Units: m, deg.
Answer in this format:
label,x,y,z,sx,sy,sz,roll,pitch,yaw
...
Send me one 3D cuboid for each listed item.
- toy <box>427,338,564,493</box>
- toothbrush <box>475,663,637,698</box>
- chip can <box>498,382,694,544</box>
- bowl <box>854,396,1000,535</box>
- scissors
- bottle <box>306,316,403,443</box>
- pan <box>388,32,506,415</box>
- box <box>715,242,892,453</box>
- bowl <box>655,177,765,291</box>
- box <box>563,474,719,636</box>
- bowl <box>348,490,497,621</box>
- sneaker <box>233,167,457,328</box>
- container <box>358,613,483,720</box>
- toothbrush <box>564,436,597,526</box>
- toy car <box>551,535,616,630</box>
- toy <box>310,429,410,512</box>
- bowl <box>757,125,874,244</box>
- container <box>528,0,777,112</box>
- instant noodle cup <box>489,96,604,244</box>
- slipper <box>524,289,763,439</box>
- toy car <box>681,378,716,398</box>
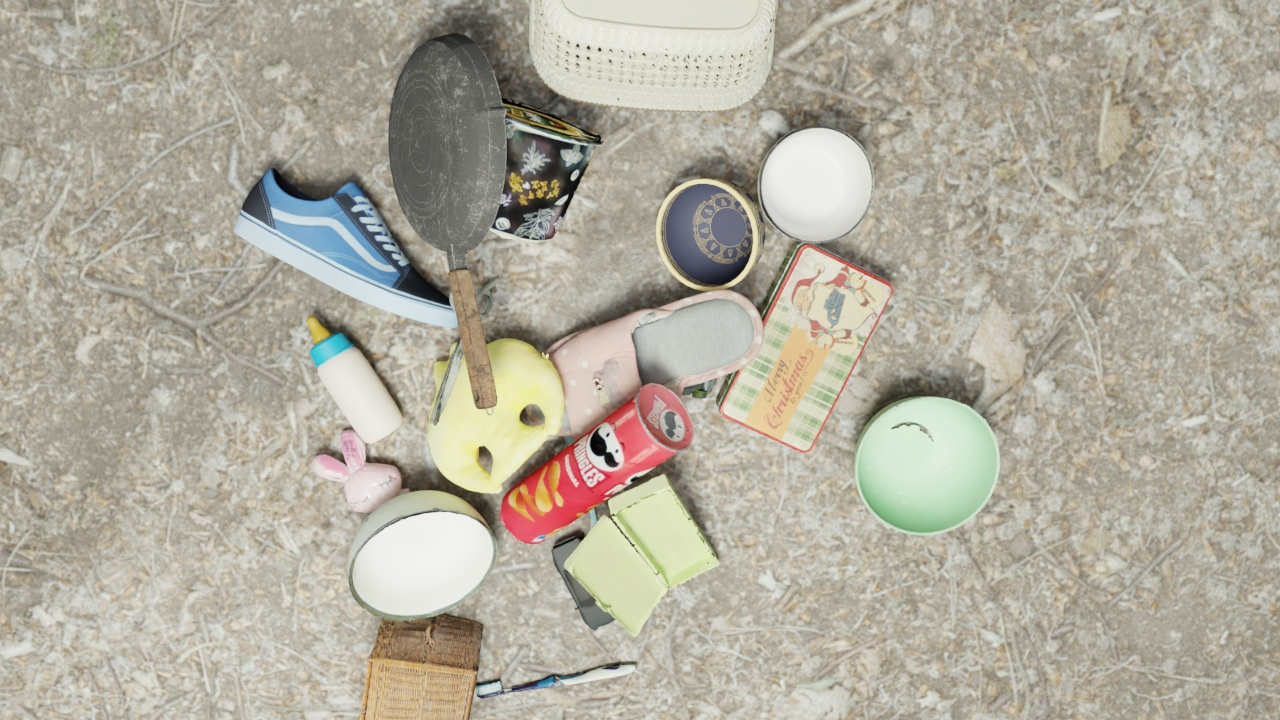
label,x,y,z,sx,sy,sz,roll,pitch,yaw
toy,-0.157,0.047,0.952,0.171,0.064,0.155,-45,70,13
toothbrush,-0.097,0.365,1.054,0.189,0.016,0.017,-10,91,1
chip can,-0.051,0.111,0.927,0.073,0.073,0.234,46,125,-9
bowl,0.295,0.104,0.981,0.151,0.077,0.151,0,101,-2
scissors,-0.178,-0.012,0.935,0.014,0.094,0.170,6,93,30
bottle,-0.306,0.017,0.961,0.051,0.051,0.146,-30,100,4
pan,-0.177,-0.124,0.853,0.040,0.208,0.357,-7,88,-37
box,0.171,-0.014,0.970,0.117,0.049,0.206,26,100,-5
bowl,0.079,-0.131,0.931,0.112,0.061,0.112,12,113,29
box,0.003,0.205,0.959,0.141,0.044,0.188,-42,139,-9
bowl,-0.234,0.196,0.973,0.153,0.073,0.154,-12,127,-17
sneaker,-0.280,-0.119,0.922,0.241,0.083,0.098,27,96,-5
container,-0.245,0.382,1.004,0.112,0.113,0.199,11,102,-8
toothbrush,-0.059,0.144,1.012,0.016,0.016,0.181,-14,100,2
toy car,-0.060,0.249,1.022,0.046,0.034,0.112,-25,101,3
toy,-0.297,0.129,0.987,0.110,0.047,0.063,44,88,-5
bowl,0.172,-0.177,0.928,0.116,0.065,0.116,0,101,-1
container,0.015,-0.338,0.854,0.246,0.143,0.184,3,88,-2
instant noodle cup,-0.117,-0.185,0.893,0.137,0.137,0.112,19,110,-5
slipper,-0.005,0.005,0.933,0.275,0.054,0.114,-23,90,20
toy car,0.035,0.015,0.976,0.091,0.036,0.042,5,100,4
